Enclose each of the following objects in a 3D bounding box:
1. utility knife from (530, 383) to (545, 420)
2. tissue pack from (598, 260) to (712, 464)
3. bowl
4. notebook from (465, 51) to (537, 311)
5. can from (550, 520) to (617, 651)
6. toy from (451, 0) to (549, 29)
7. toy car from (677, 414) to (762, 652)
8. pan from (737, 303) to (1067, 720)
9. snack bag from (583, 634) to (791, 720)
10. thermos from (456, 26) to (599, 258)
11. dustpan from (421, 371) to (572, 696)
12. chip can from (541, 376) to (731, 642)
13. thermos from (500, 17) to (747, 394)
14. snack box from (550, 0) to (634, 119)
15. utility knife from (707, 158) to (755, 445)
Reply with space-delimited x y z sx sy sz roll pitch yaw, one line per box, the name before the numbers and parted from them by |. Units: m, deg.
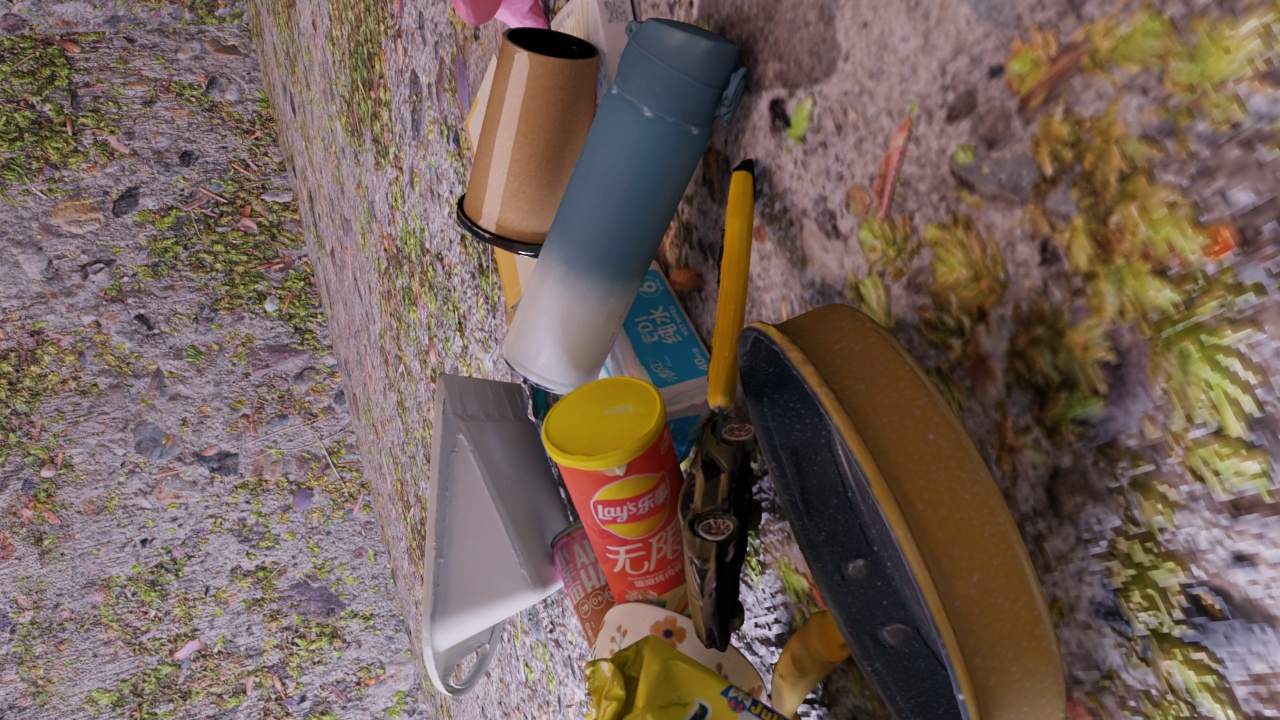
utility knife | -0.101 -0.004 0.893 0.029 0.013 0.160 47 142 49
tissue pack | -0.004 0.004 0.618 0.140 0.063 0.090 63 153 29
bowl | 0.013 0.207 0.560 0.113 0.062 0.114 21 139 19
notebook | -0.128 -0.162 0.870 0.146 0.010 0.206 152 106 -66
can | -0.026 0.211 0.782 0.147 0.057 0.058 63 153 30
toy | -0.125 -0.322 0.639 0.178 0.075 0.194 -18 -83 -69
toy car | 0.043 0.090 0.507 0.157 0.042 0.070 -69 -24 -60
pan | 0.093 0.119 0.439 0.358 0.078 0.197 73 174 -57
snack bag | 0.069 0.250 0.451 0.246 0.068 0.158 28 136 17
thermos | -0.069 -0.138 0.605 0.093 0.093 0.143 52 138 44
dustpan | -0.154 0.162 0.853 0.257 0.143 0.222 65 -172 8
chip can | 0.004 0.111 0.575 0.073 0.073 0.217 46 160 50
thermos | -0.013 -0.084 0.522 0.070 0.070 0.221 54 127 43
snack box | -0.022 -0.167 0.619 0.085 0.026 0.157 -2 99 66
utility knife | 0.044 -0.032 0.454 0.033 0.015 0.173 69 -155 -55
